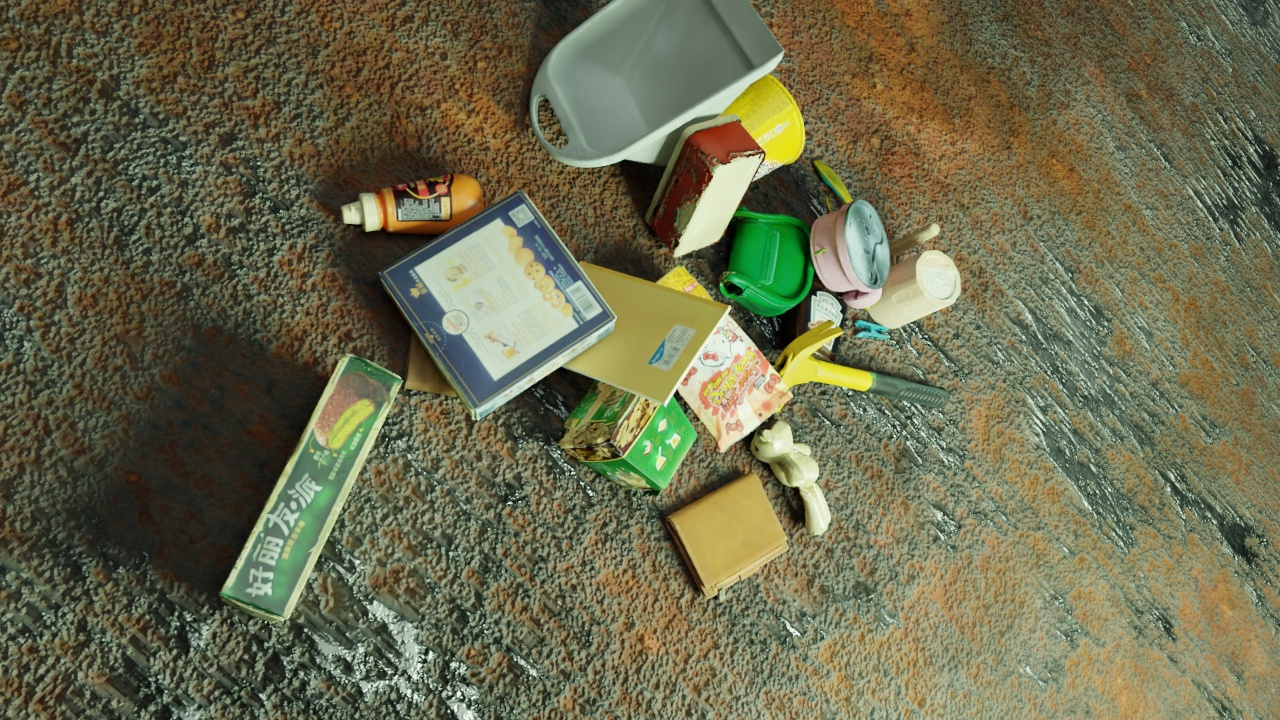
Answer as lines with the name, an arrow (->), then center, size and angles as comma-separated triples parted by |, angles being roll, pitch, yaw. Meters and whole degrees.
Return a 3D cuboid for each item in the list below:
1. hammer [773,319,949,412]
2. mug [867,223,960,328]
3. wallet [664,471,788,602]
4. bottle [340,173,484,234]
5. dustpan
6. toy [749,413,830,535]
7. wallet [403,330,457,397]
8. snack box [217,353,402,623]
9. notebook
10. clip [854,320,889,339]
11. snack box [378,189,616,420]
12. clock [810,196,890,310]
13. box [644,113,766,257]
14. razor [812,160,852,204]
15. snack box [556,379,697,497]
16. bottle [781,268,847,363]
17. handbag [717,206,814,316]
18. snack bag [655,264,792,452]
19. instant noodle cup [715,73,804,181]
hammer -> 0.294, 0.027, 1.196 | 0.300, 0.129, 0.033 | 12, 27, -33
mug -> 0.372, -0.116, 1.258 | 0.084, 0.104, 0.124 | 12, 72, -24
wallet -> 0.108, 0.210, 1.078 | 0.130, 0.035, 0.119 | -23, 87, -28
bottle -> -0.247, -0.165, 0.993 | 0.149, 0.067, 0.066 | -9, 80, -21
dustpan -> -0.007, -0.342, 1.065 | 0.142, 0.259, 0.222 | 1, 52, -42
toy -> 0.189, 0.143, 1.127 | 0.157, 0.066, 0.105 | 61, 28, -5
wallet -> -0.200, -0.015, 0.997 | 0.101, 0.020, 0.115 | 11, 69, -24
snack box -> -0.306, 0.119, 0.852 | 0.063, 0.115, 0.239 | 27, 66, -17
notebook -> -0.024, -0.037, 1.013 | 0.206, 0.010, 0.145 | 19, 58, 29
clip -> 0.319, -0.041, 1.263 | 0.057, 0.014, 0.047 | 10, 70, -25
snack box -> -0.150, -0.061, 0.971 | 0.182, 0.046, 0.178 | -34, 82, -15
clock -> 0.279, -0.133, 1.189 | 0.158, 0.060, 0.117 | 39, 54, -37
box -> 0.078, -0.198, 1.089 | 0.091, 0.169, 0.080 | -23, 68, -30
razor -> 0.282, -0.227, 1.289 | 0.043, 0.028, 0.132 | -30, 89, -26
snack box -> -0.008, 0.080, 1.021 | 0.105, 0.118, 0.117 | 46, 61, -23
bottle -> 0.241, -0.085, 1.219 | 0.080, 0.044, 0.194 | 30, 64, -25
handbag -> 0.158, -0.127, 1.175 | 0.120, 0.068, 0.131 | 18, 69, -21
snack bag -> 0.078, -0.007, 1.084 | 0.128, 0.073, 0.208 | -36, 86, -27
instant noodle cup -> 0.123, -0.285, 1.170 | 0.109, 0.138, 0.138 | -38, 95, -20
